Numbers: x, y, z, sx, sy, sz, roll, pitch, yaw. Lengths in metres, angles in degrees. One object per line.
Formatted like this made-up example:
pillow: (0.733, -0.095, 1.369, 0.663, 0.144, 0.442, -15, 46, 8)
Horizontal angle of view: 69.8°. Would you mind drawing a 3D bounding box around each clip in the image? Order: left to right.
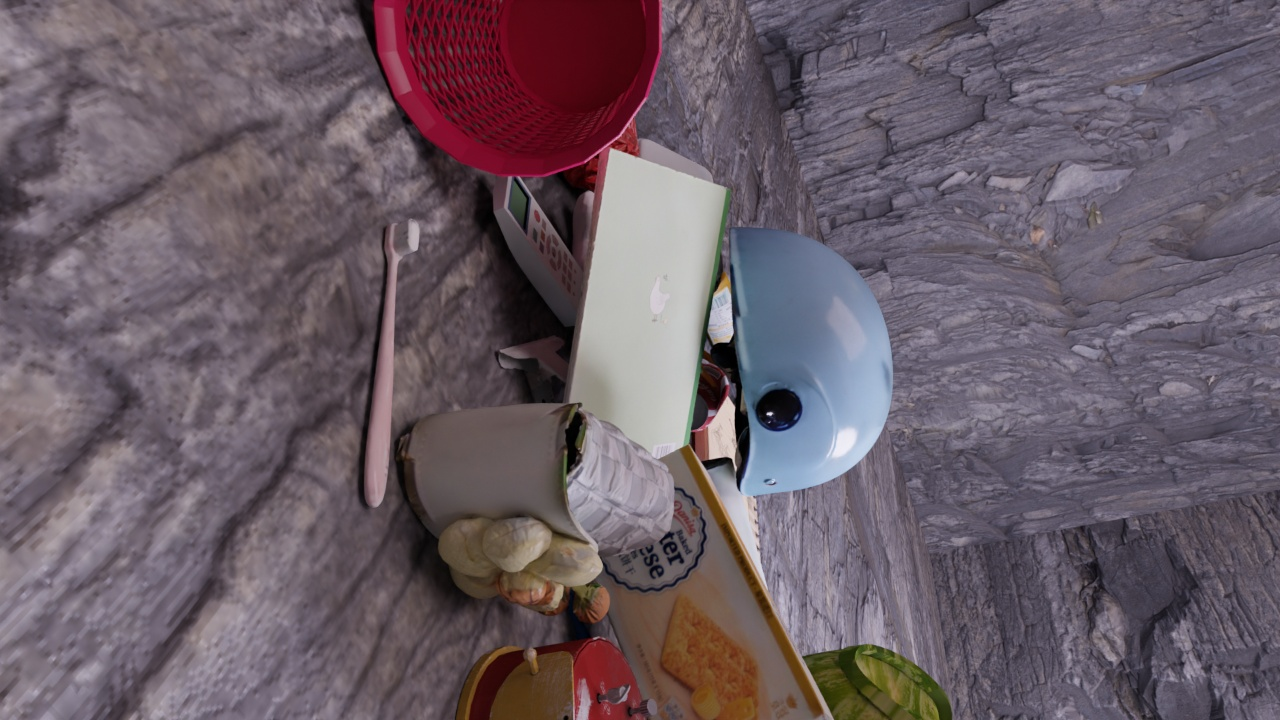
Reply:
clip: (-0.071, 0.010, 0.681, 0.054, 0.038, 0.101, 51, 19, 6)

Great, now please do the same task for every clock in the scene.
clock: (-0.030, 0.224, 0.528, 0.159, 0.081, 0.117, 50, 30, -50)

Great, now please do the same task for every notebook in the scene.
notebook: (0.006, -0.021, 0.708, 0.181, 0.010, 0.252, 1, 100, -56)
notebook: (0.101, 0.134, 1.060, 0.167, 0.024, 0.225, 54, 27, -42)

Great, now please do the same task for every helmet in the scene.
helmet: (0.149, -0.006, 0.867, 0.225, 0.167, 0.266, -87, 164, -56)
helmet: (0.136, 0.344, 0.668, 0.243, 0.247, 0.213, 32, 8, -15)

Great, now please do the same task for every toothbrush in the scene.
toothbrush: (-0.138, -0.005, 0.507, 0.015, 0.018, 0.181, 46, 34, -53)
toothbrush: (-0.037, 0.201, 0.626, 0.021, 0.017, 0.135, 23, 54, -64)

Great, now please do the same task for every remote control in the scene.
remote control: (-0.080, -0.083, 0.718, 0.143, 0.024, 0.049, 56, 26, -46)

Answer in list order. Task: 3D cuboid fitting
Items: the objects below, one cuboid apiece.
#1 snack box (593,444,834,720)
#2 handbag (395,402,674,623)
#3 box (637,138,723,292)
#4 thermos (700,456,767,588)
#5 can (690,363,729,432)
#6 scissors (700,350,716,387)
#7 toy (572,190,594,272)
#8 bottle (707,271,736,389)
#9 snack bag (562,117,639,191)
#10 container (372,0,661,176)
snack box: (0.036, 0.170, 0.626, 0.207, 0.104, 0.057, 64, 2, 31)
handbag: (-0.049, 0.091, 0.545, 0.171, 0.113, 0.123, 37, 50, -61)
box: (0.019, -0.111, 0.887, 0.107, 0.110, 0.215, 21, 36, -13)
thermos: (0.087, 0.212, 0.894, 0.067, 0.068, 0.230, -10, 86, -71)
can: (0.060, 0.039, 0.971, 0.096, 0.054, 0.054, -44, 116, -69)
scissors: (0.041, -0.019, 0.959, 0.128, 0.011, 0.125, 8, 40, -54)
toy: (-0.040, -0.087, 0.812, 0.075, 0.037, 0.125, -49, 130, -76)
bottle: (0.117, -0.029, 1.185, 0.053, 0.053, 0.186, -78, 147, -53)
snack bag: (-0.042, -0.241, 0.868, 0.082, 0.082, 0.176, 38, 41, -60)
container: (-0.066, -0.243, 0.679, 0.225, 0.183, 0.183, -71, 142, -71)
